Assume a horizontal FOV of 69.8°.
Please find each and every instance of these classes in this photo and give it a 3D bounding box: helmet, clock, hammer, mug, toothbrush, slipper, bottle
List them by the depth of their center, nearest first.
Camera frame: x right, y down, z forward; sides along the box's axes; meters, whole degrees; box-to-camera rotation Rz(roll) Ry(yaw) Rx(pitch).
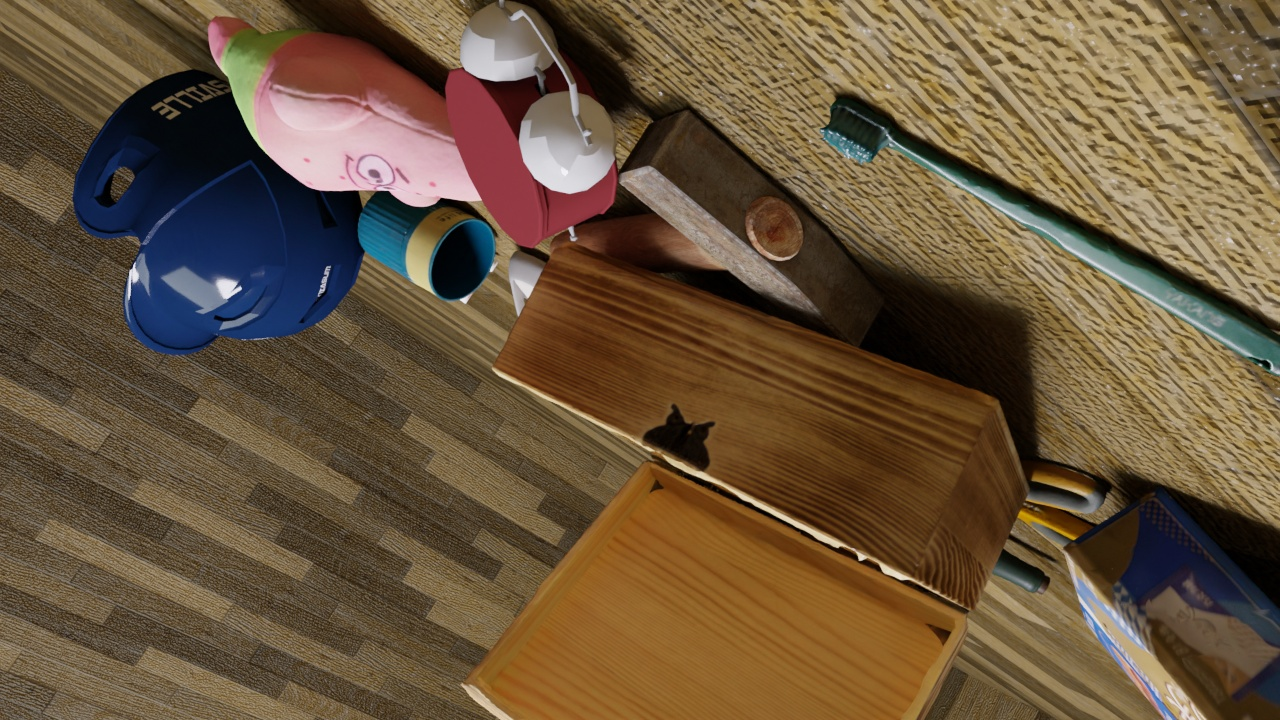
[{"bbox_3d":[0.152,-0.045,0.340,0.190,0.017,0.016,31,170,6],"label":"toothbrush"},{"bbox_3d":[-0.051,-0.110,0.444,0.096,0.048,0.138,58,159,9],"label":"clock"},{"bbox_3d":[0.010,-0.070,0.584,0.158,0.037,0.301,36,170,-23],"label":"hammer"},{"bbox_3d":[0.291,0.165,0.848,0.174,0.055,0.055,27,170,15],"label":"bottle"},{"bbox_3d":[-0.197,-0.112,0.886,0.107,0.083,0.113,27,-171,27],"label":"mug"},{"bbox_3d":[-0.386,-0.115,0.891,0.223,0.273,0.231,35,-158,1],"label":"helmet"},{"bbox_3d":[-0.079,-0.022,0.956,0.113,0.080,0.266,25,168,19],"label":"slipper"}]

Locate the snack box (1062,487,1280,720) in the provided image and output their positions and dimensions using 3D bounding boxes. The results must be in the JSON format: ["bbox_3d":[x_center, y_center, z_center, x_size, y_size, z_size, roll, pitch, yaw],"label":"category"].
[{"bbox_3d":[0.346,0.186,0.562,0.202,0.069,0.155,44,-168,-52],"label":"snack box"}]

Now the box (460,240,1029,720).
[{"bbox_3d":[0.049,0.150,0.594,0.279,0.323,0.283,22,175,31],"label":"box"}]

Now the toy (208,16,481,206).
[{"bbox_3d":[-0.168,-0.147,0.589,0.237,0.096,0.192,21,176,14],"label":"toy"}]

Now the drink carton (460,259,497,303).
[{"bbox_3d":[-0.214,-0.116,0.958,0.122,0.058,0.040,32,170,-6],"label":"drink carton"}]

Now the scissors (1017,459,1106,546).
[{"bbox_3d":[0.266,0.092,0.672,0.225,0.016,0.216,28,169,20],"label":"scissors"}]
